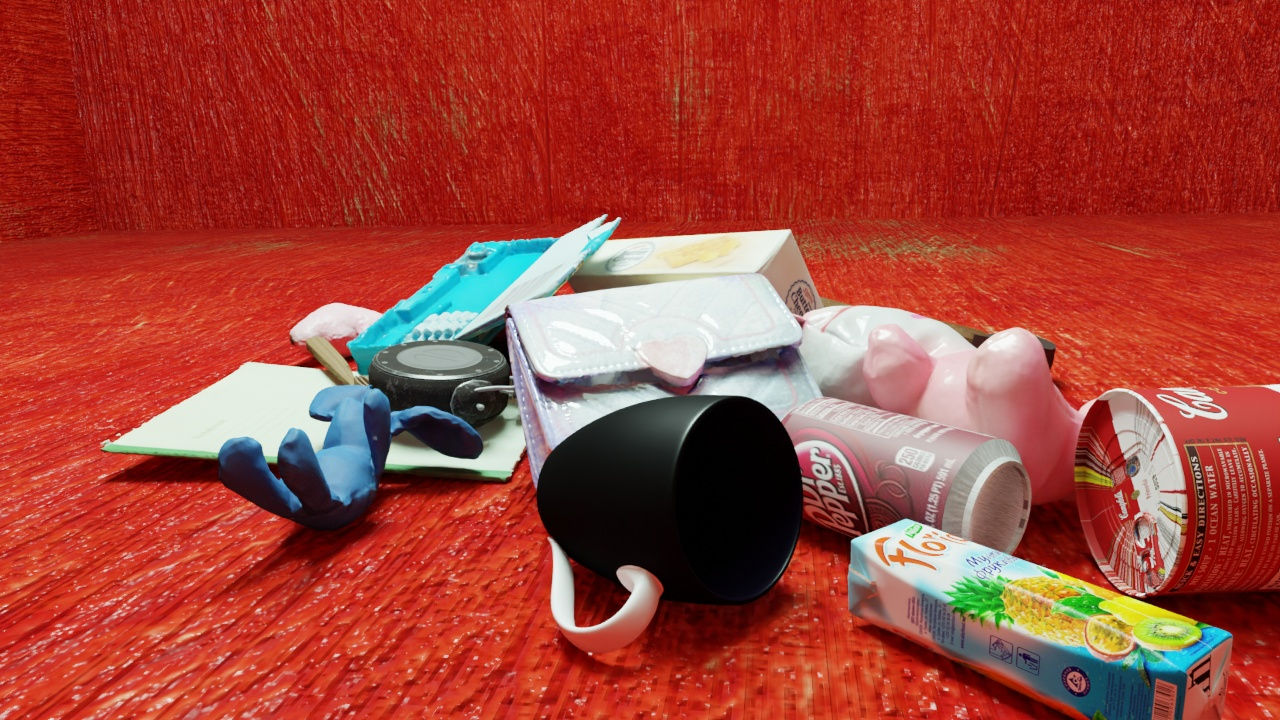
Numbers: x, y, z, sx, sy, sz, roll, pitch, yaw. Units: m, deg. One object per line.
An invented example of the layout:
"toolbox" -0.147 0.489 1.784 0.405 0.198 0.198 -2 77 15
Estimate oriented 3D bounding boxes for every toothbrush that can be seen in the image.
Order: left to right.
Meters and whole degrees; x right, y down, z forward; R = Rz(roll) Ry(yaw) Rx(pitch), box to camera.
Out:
"toothbrush" -0.227 0.004 0.692 0.016 0.016 0.167 -9 19 -30

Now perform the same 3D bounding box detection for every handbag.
"handbag" 0.010 0.007 0.514 0.158 0.069 0.126 -7 56 -15

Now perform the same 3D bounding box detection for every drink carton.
"drink carton" 0.133 0.092 0.327 0.044 0.038 0.129 -11 16 -36

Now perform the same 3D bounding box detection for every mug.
"mug" -0.003 0.069 0.388 0.100 0.085 0.118 -6 36 46

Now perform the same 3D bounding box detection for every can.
"can" 0.117 0.057 0.432 0.063 0.063 0.114 -11 16 -37
"can" 0.258 0.053 0.381 0.116 0.087 0.086 -2 13 0

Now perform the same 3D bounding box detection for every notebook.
"notebook" -0.194 0.038 0.630 0.252 0.010 0.181 4 17 5

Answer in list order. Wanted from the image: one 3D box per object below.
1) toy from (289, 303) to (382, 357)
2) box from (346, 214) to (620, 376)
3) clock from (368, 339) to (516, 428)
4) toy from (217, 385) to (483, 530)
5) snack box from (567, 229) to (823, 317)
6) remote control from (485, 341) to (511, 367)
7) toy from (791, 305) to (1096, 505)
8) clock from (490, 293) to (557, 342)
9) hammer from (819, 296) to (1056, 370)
"toy" -0.285 -0.030 0.892 0.096 0.053 0.099 -1 12 -10
"box" -0.105 -0.059 0.748 0.185 0.056 0.226 -11 23 23
"clock" -0.127 0.019 0.605 0.123 0.044 0.091 10 18 19
"toy" -0.152 0.049 0.488 0.113 0.071 0.176 -3 9 5
"snack box" 0.044 -0.046 0.750 0.208 0.104 0.057 4 44 44
"remote control" -0.108 -0.003 0.828 0.150 0.022 0.047 3 14 26
"toy" 0.160 0.019 0.519 0.142 0.084 0.213 25 0 -30
"clock" -0.139 -0.043 0.890 0.137 0.048 0.096 2 -4 -1
"hammer" 0.173 -0.037 0.765 0.323 0.033 0.115 14 15 19
